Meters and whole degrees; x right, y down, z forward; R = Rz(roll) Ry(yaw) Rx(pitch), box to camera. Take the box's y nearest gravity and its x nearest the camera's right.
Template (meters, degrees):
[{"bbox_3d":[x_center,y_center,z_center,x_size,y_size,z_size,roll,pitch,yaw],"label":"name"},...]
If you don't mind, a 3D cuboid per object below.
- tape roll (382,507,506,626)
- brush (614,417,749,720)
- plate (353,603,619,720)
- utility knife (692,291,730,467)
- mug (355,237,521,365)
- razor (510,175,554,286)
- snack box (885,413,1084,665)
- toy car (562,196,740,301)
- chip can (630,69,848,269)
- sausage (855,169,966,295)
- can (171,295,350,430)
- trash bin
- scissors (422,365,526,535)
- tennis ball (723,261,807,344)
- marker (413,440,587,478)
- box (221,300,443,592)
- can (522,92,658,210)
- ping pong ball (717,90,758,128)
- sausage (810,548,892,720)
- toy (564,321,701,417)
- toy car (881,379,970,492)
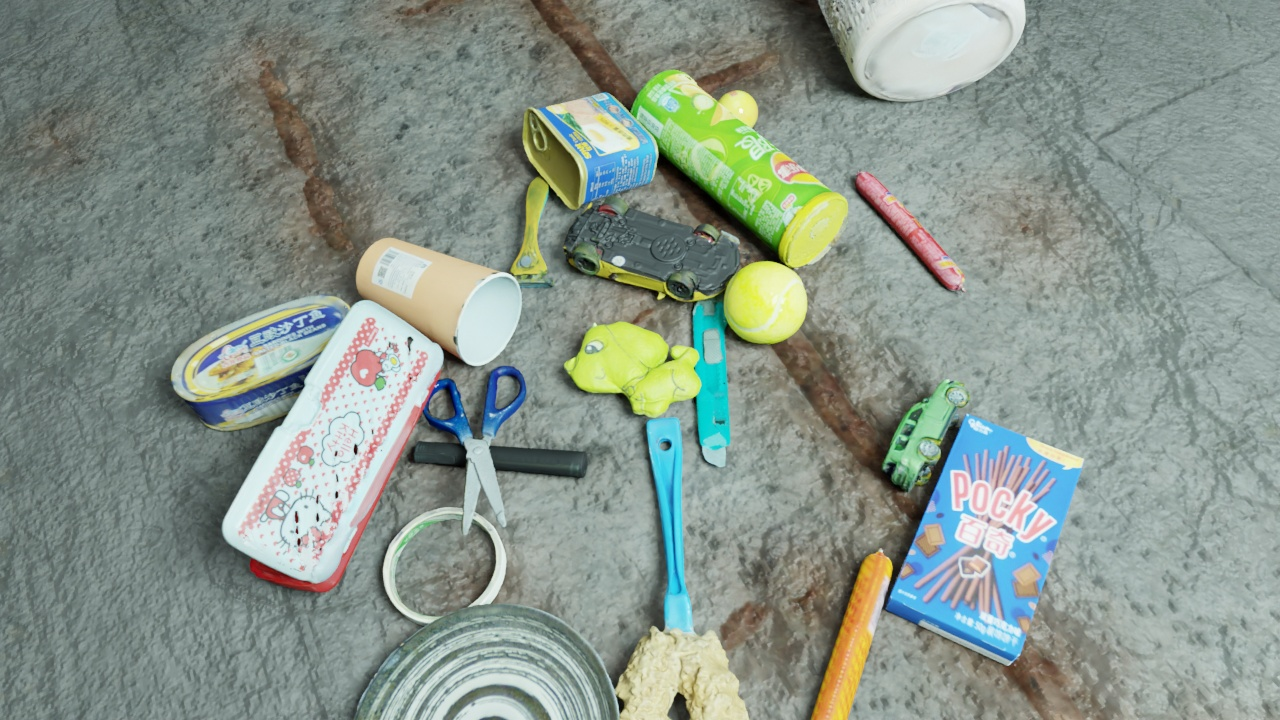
[{"bbox_3d":[-0.139,0.146,0.651,0.086,0.014,0.085,-3,57,4],"label":"tape roll"},{"bbox_3d":[0.022,0.149,0.625,0.083,0.046,0.254,-7,53,6],"label":"brush"},{"bbox_3d":[-0.098,0.241,0.573,0.179,0.024,0.179,-6,58,9],"label":"plate"},{"bbox_3d":[0.057,0.010,0.720,0.029,0.013,0.164,-3,57,5],"label":"utility knife"},{"bbox_3d":[-0.169,-0.054,0.748,0.123,0.078,0.078,24,62,24],"label":"mug"},{"bbox_3d":[-0.093,-0.119,0.811,0.043,0.028,0.132,-2,55,8],"label":"razor"},{"bbox_3d":[0.237,0.117,0.627,0.084,0.026,0.156,23,62,19],"label":"snack box"},{"bbox_3d":[0.008,-0.089,0.771,0.156,0.041,0.071,17,61,17],"label":"toy car"},{"bbox_3d":[0.080,-0.172,0.800,0.072,0.073,0.221,-35,61,-16],"label":"chip can"},{"bbox_3d":[0.228,-0.112,0.780,0.020,0.020,0.155,-25,59,-11],"label":"sausage"},{"bbox_3d":[-0.294,0.001,0.737,0.148,0.049,0.074,-23,58,-9],"label":"can"},{"bbox_3d":[0.250,-0.357,0.835,0.227,0.228,0.192,-7,69,0],"label":"trash bin"},{"bbox_3d":[-0.129,0.062,0.679,0.141,0.012,0.170,8,42,21],"label":"scissors"},{"bbox_3d":[0.098,-0.045,0.721,0.065,0.065,0.065,-2,57,4],"label":"tennis ball"},{"bbox_3d":[-0.105,0.074,0.690,0.132,0.022,0.020,4,98,8],"label":"marker"},{"bbox_3d":[-0.221,0.055,0.656,0.095,0.099,0.201,3,56,28],"label":"box"},{"bbox_3d":[-0.045,-0.191,0.825,0.083,0.057,0.102,-22,57,-27],"label":"can"},{"bbox_3d":[0.089,-0.231,0.855,0.040,0.040,0.040,-2,57,4],"label":"ping pong ball"},{"bbox_3d":[0.133,0.194,0.591,0.021,0.021,0.164,19,61,16],"label":"sausage"},{"bbox_3d":[-0.004,0.004,0.719,0.096,0.031,0.100,-27,57,-15],"label":"toy"},{"bbox_3d":[0.206,0.052,0.662,0.036,0.043,0.091,30,64,22],"label":"toy car"}]
